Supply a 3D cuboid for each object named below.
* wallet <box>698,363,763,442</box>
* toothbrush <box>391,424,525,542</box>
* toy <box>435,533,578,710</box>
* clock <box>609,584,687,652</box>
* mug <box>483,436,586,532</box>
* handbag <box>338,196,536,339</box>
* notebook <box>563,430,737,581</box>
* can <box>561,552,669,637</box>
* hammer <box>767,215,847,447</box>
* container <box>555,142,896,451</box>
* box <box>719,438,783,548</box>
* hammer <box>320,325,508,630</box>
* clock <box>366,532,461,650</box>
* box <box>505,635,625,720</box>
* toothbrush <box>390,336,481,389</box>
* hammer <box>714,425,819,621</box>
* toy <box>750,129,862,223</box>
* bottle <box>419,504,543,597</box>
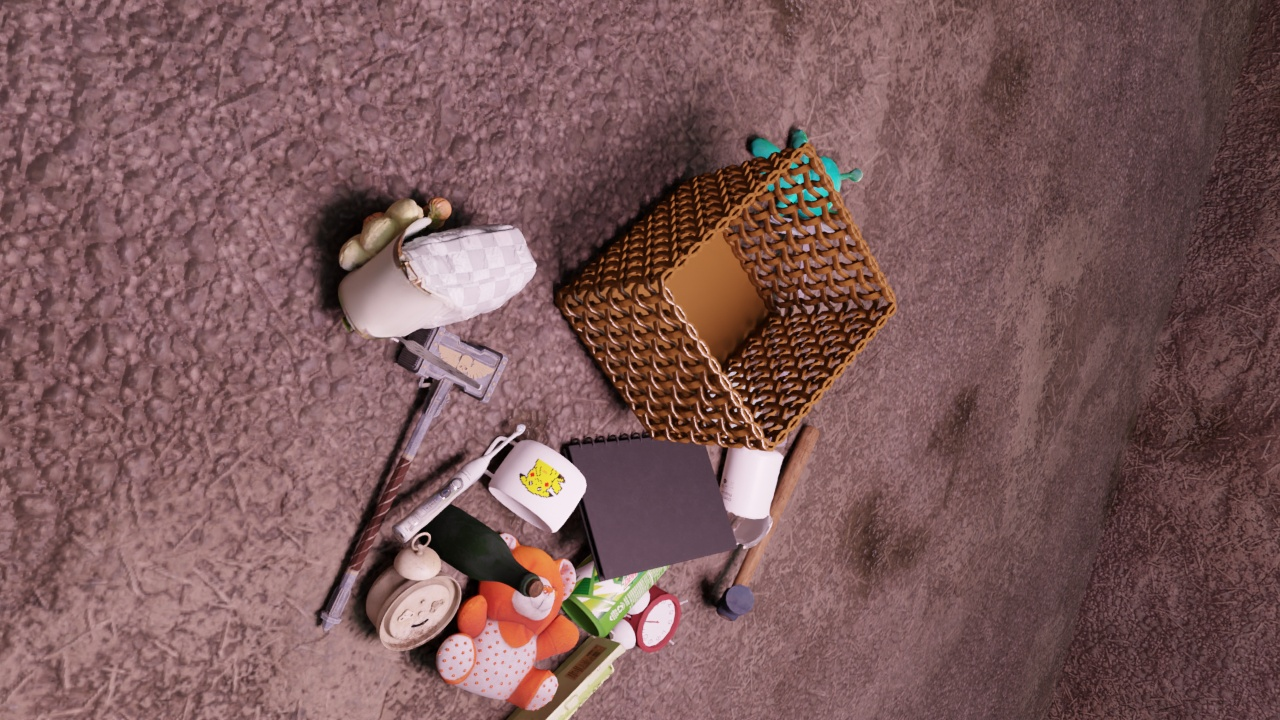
[{"bbox_3d":[0.108,0.040,1.230,0.100,0.054,0.132,-51,128,-23],"label":"wallet"},{"bbox_3d":[-0.183,0.123,0.956,0.185,0.022,0.024,-41,166,-36],"label":"toothbrush"},{"bbox_3d":[-0.141,0.292,1.028,0.163,0.093,0.172,31,70,-30],"label":"toy"},{"bbox_3d":[0.005,0.344,1.226,0.124,0.044,0.087,19,89,-47],"label":"clock"},{"bbox_3d":[-0.121,0.131,1.012,0.115,0.094,0.068,35,70,-1],"label":"mug"},{"bbox_3d":[-0.191,-0.093,0.857,0.171,0.113,0.123,-20,82,-51],"label":"handbag"},{"bbox_3d":[0.016,0.169,1.137,0.231,0.019,0.169,-1,68,-44],"label":"notebook"},{"bbox_3d":[-0.028,0.265,1.141,0.143,0.083,0.083,-43,128,-27],"label":"can"},{"bbox_3d":[0.209,-0.035,1.261,0.146,0.028,0.317,1,100,-31],"label":"hammer"},{"bbox_3d":[0.094,-0.066,1.025,0.251,0.215,0.219,-44,112,-25],"label":"container"},{"bbox_3d":[0.153,0.193,1.294,0.091,0.081,0.160,11,96,-30],"label":"box"},{"bbox_3d":[-0.245,0.121,0.921,0.098,0.044,0.322,29,85,-45],"label":"hammer"},{"bbox_3d":[-0.235,0.231,0.942,0.092,0.054,0.141,-12,126,-42],"label":"clock"},{"bbox_3d":[-0.105,0.419,1.135,0.187,0.061,0.134,-40,166,-27],"label":"box"},{"bbox_3d":[-0.192,-0.004,0.830,0.010,0.182,0.010,34,84,-47],"label":"toothbrush"},{"bbox_3d":[0.193,0.235,1.359,0.321,0.040,0.129,-61,175,-21],"label":"hammer"},{"bbox_3d":[0.217,-0.241,1.234,0.193,0.072,0.131,10,102,-37],"label":"toy"},{"bbox_3d":[-0.157,0.199,0.931,0.055,0.174,0.055,-15,113,-41],"label":"bottle"}]
